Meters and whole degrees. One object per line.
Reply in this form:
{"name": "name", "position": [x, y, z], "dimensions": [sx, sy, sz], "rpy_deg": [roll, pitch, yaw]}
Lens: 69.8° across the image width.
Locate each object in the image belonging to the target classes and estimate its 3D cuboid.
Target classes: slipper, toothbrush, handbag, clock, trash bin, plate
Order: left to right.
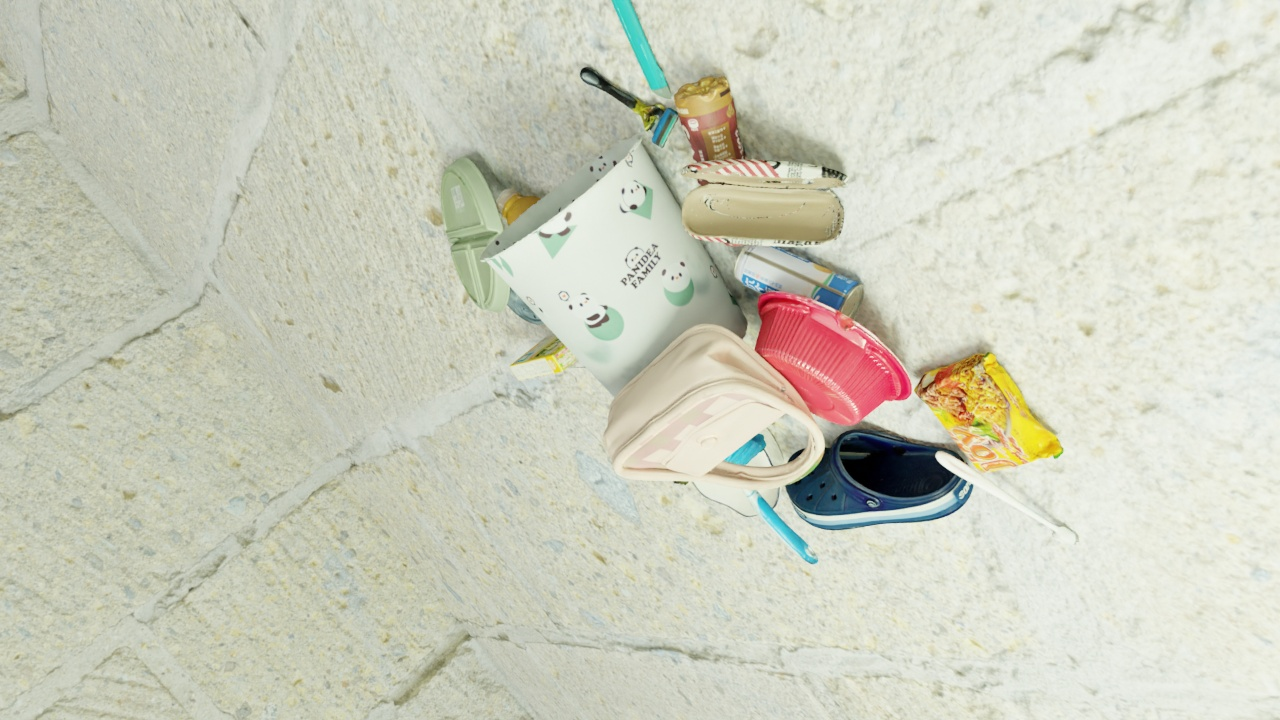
{"name": "plate", "position": [-0.244, -0.178, 1.331], "dimensions": [0.230, 0.027, 0.231], "rpy_deg": [44, 143, 46]}
{"name": "clock", "position": [-0.171, -0.118, 1.358], "dimensions": [0.159, 0.059, 0.117], "rpy_deg": [9, 132, 44]}
{"name": "trash bin", "position": [-0.018, -0.091, 1.066], "dimensions": [0.252, 0.229, 0.230], "rpy_deg": [52, 149, -17]}
{"name": "plate", "position": [0.119, 0.127, 1.288], "dimensions": [0.205, 0.045, 0.205], "rpy_deg": [30, 143, 26]}
{"name": "handbag", "position": [0.096, 0.077, 1.003], "dimensions": [0.234, 0.093, 0.194], "rpy_deg": [26, 132, -29]}
{"name": "slipper", "position": [0.258, 0.134, 1.068], "dimensions": [0.253, 0.104, 0.095], "rpy_deg": [-6, 127, 50]}
{"name": "toothbrush", "position": [0.387, 0.147, 0.974], "dimensions": [0.180, 0.016, 0.016], "rpy_deg": [32, 154, -3]}

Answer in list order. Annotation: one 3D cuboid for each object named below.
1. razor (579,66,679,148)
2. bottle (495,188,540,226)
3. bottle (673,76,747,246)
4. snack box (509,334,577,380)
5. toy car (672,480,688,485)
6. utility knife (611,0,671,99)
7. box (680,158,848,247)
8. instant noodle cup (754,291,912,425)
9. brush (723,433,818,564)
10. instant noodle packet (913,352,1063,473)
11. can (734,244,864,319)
{"name": "razor", "position": [-0.015, -0.288, 1.022], "dimensions": [0.143, 0.022, 0.043], "rpy_deg": [39, 114, 23]}
{"name": "bottle", "position": [-0.117, -0.166, 1.233], "dimensions": [0.189, 0.067, 0.068], "rpy_deg": [38, 147, 16]}
{"name": "bottle", "position": [0.084, -0.204, 0.959], "dimensions": [0.057, 0.057, 0.175], "rpy_deg": [14, 135, 42]}
{"name": "snack box", "position": [-0.132, -0.011, 1.400], "dimensions": [0.141, 0.086, 0.034], "rpy_deg": [-15, 112, 55]}
{"name": "toy car", "position": [0.070, 0.113, 1.244], "dimensions": [0.071, 0.041, 0.156], "rpy_deg": [45, 133, 4]}
{"name": "utility knife", "position": [-0.019, -0.371, 0.944], "dimensions": [0.029, 0.013, 0.222], "rpy_deg": [7, 132, 49]}
{"name": "box", "position": [0.121, -0.153, 0.906], "dimensions": [0.162, 0.076, 0.087], "rpy_deg": [3, 99, 7]}
{"name": "instant noodle cup", "position": [0.193, 0.008, 0.992], "dimensions": [0.194, 0.065, 0.194], "rpy_deg": [34, 168, 7]}
{"name": "brush", "position": [0.130, 0.137, 1.171], "dimensions": [0.314, 0.060, 0.110], "rpy_deg": [36, 119, -1]}
{"name": "instant noodle packet", "position": [0.351, 0.058, 0.936], "dimensions": [0.128, 0.044, 0.111], "rpy_deg": [50, 152, -4]}
{"name": "can", "position": [0.170, -0.083, 0.990], "dimensions": [0.135, 0.053, 0.053], "rpy_deg": [29, 144, 28]}
